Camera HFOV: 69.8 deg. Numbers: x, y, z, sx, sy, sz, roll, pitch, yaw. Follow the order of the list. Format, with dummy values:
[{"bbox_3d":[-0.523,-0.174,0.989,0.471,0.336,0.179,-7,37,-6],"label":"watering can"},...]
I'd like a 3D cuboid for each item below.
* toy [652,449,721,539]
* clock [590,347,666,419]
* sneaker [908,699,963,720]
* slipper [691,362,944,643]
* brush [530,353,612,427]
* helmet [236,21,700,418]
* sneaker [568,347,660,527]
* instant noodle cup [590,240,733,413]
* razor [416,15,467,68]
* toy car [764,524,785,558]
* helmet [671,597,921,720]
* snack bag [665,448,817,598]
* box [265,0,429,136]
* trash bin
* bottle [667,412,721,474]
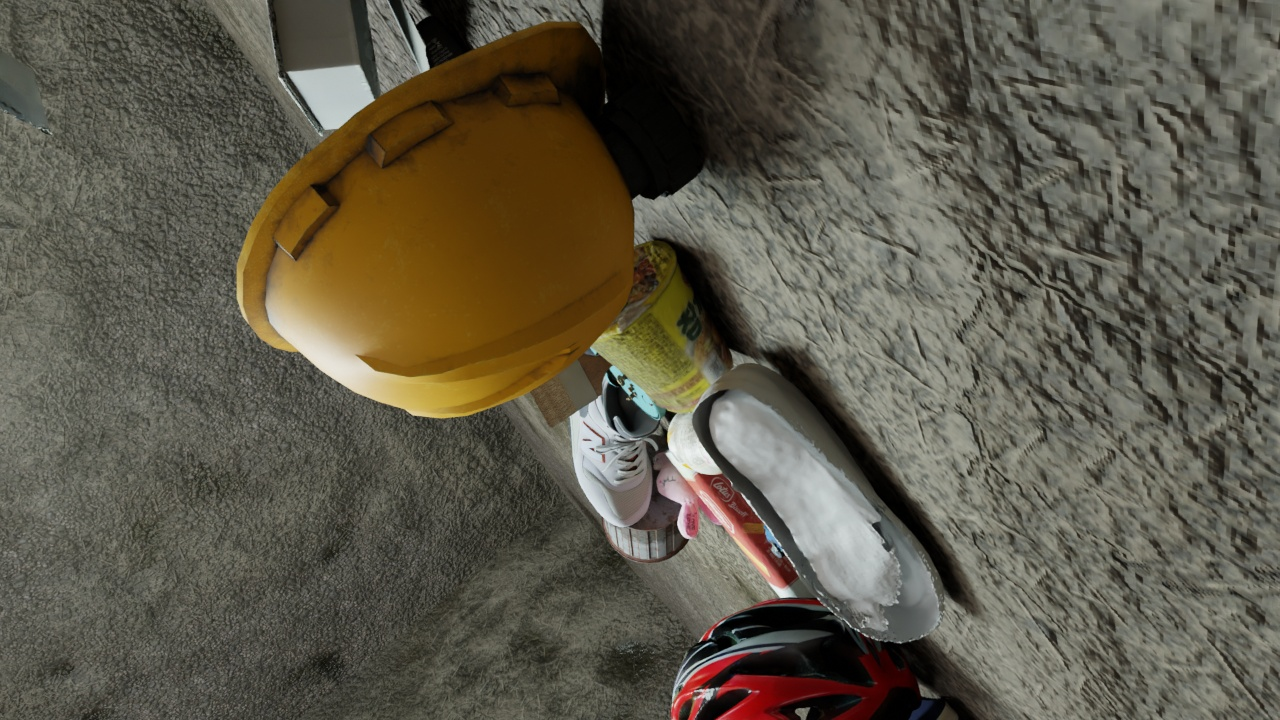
[{"bbox_3d":[0.056,0.151,1.076,0.110,0.063,0.047,61,171,11],"label":"toy"},{"bbox_3d":[-0.005,0.005,0.908,0.124,0.053,0.090,42,164,36],"label":"clock"},{"bbox_3d":[0.304,0.417,0.933,0.118,0.091,0.233,45,159,15],"label":"sneaker"},{"bbox_3d":[0.131,0.106,0.665,0.247,0.074,0.112,51,137,-7],"label":"slipper"},{"bbox_3d":[-0.022,-0.002,0.731,0.045,0.143,0.008,64,164,-16],"label":"brush"},{"bbox_3d":[-0.078,-0.053,0.517,0.131,0.255,0.205,48,168,15],"label":"helmet"},{"bbox_3d":[-0.024,0.081,1.024,0.124,0.088,0.240,1,108,63],"label":"sneaker"},{"bbox_3d":[0.014,-0.019,0.691,0.108,0.102,0.102,48,171,-29],"label":"instant noodle cup"},{"bbox_3d":[-0.142,-0.222,0.771,0.143,0.047,0.052,57,-168,-13],"label":"razor"},{"bbox_3d":[0.148,0.144,0.772,0.043,0.056,0.120,60,163,-13],"label":"toy car"},{"bbox_3d":[0.143,0.327,0.920,0.273,0.217,0.167,-31,72,45],"label":"helmet"},{"bbox_3d":[0.112,0.176,1.020,0.225,0.041,0.077,50,170,-2],"label":"snack bag"},{"bbox_3d":[-0.105,-0.334,0.726,0.169,0.403,0.171,-176,64,-81],"label":"box"},{"bbox_3d":[0.009,0.187,1.213,0.131,0.130,0.211,47,166,18],"label":"trash bin"},{"bbox_3d":[0.065,0.071,0.820,0.063,0.063,0.108,53,168,-9],"label":"bottle"}]
